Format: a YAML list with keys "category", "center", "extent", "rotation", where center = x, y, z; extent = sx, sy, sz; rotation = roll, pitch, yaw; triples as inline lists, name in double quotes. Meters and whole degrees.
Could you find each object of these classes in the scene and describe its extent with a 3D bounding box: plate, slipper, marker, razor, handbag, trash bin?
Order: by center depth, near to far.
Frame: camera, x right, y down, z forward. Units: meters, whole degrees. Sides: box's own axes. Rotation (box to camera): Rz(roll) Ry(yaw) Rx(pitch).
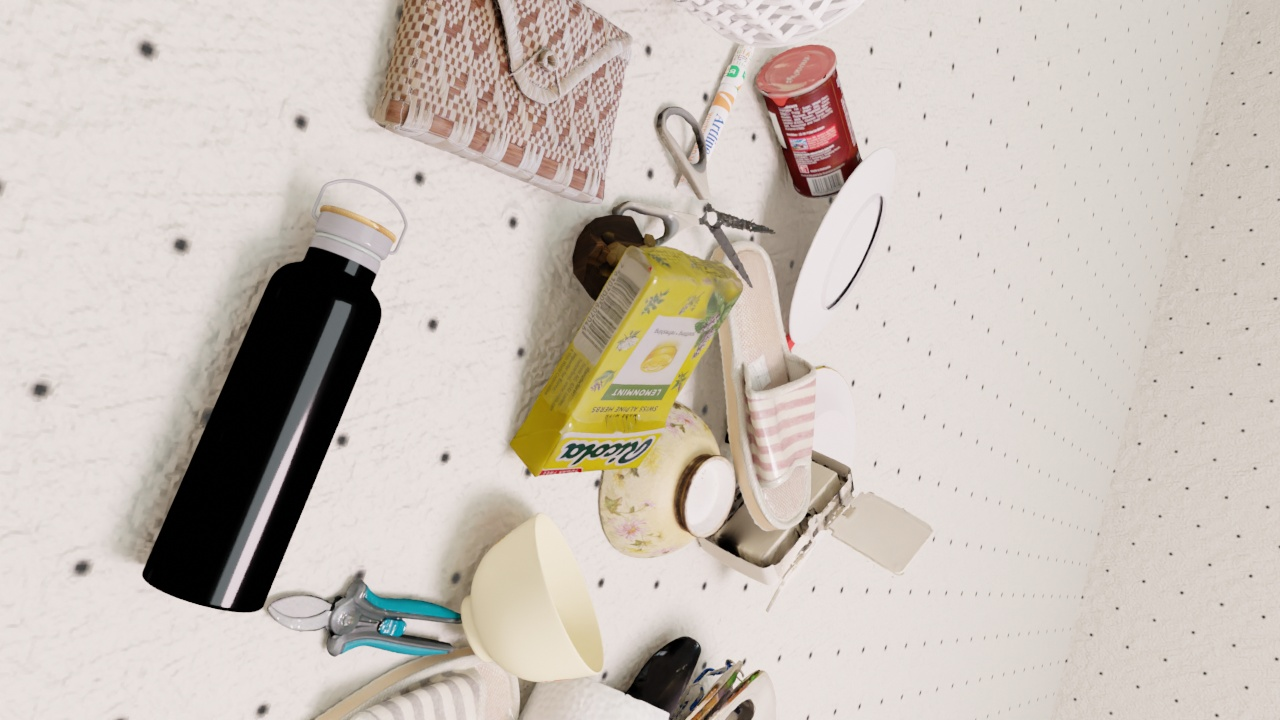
- category: "handbag"
  center: [-0.075, -0.180, 0.582]
  extent: [0.185, 0.047, 0.124]
  rotation: [11, 93, -52]
- category: "slipper"
  center: [-0.178, 0.270, 0.586]
  extent: [0.271, 0.054, 0.114]
  rotation: [-13, 105, -48]
- category: "trash bin"
  center: [-0.055, 0.328, 0.697]
  extent: [0.133, 0.133, 0.161]
  rotation: [46, 60, -47]
- category: "marker"
  center: [0.065, -0.205, 0.770]
  extent: [0.017, 0.017, 0.145]
  rotation: [37, 72, -50]
- category: "slipper"
  center: [0.116, 0.020, 0.818]
  extent: [0.114, 0.052, 0.263]
  rotation: [-8, 88, -50]
- category: "razor"
  center: [0.003, 0.295, 0.821]
  extent: [0.140, 0.053, 0.064]
  rotation: [-41, 106, -42]
- category: "handbag"
  center: [0.045, 0.358, 0.837]
  extent: [0.200, 0.093, 0.200]
  rotation: [-42, 147, -36]
- category: "plate"
  center: [0.206, -0.108, 0.906]
  extent: [0.208, 0.015, 0.209]
  rotation: [-46, 153, -33]
- category: "plate"
  center: [0.192, 0.122, 1.021]
  extent: [0.229, 0.021, 0.230]
  rotation: [-18, 115, -47]

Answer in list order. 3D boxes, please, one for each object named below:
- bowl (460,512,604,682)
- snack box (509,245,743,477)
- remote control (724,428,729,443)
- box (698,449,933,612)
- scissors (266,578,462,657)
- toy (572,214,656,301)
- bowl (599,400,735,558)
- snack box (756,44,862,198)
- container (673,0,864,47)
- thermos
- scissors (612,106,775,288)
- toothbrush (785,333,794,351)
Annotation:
- category: "bowl"
  center: [-0.083, 0.176, 0.646]
  extent: [0.074, 0.117, 0.118]
  rotation: [-23, 129, 3]
- category: "snack box"
  center: [-0.004, 0.004, 0.669]
  extent: [0.121, 0.045, 0.181]
  rotation: [4, 123, -52]
- category: "remote control"
  center: [0.104, 0.012, 0.889]
  extent: [0.030, 0.009, 0.140]
  rotation: [3, 98, -51]
- category: "box"
  center: [0.168, 0.180, 0.874]
  extent: [0.143, 0.184, 0.099]
  rotation: [-42, 132, -25]
- category: "scissors"
  center: [-0.169, 0.162, 0.590]
  extent: [0.138, 0.019, 0.136]
  rotation: [-39, 126, -36]
- category: "toy"
  center: [-0.003, -0.068, 0.686]
  extent: [0.100, 0.063, 0.076]
  rotation: [16, 70, -34]
- category: "bowl"
  center: [0.036, 0.110, 0.790]
  extent: [0.144, 0.063, 0.145]
  rotation: [-17, 113, -46]
- category: "snack box"
  center: [0.157, -0.216, 0.838]
  extent: [0.072, 0.072, 0.121]
  rotation: [-56, 138, -24]
- category: "container"
  center: [0.058, -0.325, 0.587]
  extent: [0.186, 0.190, 0.189]
  rotation: [11, 92, -53]
- category: "thermos"
  center: [-0.185, 0.012, 0.488]
  extent: [0.061, 0.061, 0.231]
  rotation: [31, 77, -51]
- category: "scissors"
  center: [0.044, -0.126, 0.743]
  extent: [0.170, 0.013, 0.157]
  rotation: [-18, 103, -33]
- category: "toothbrush"
  center: [0.174, -0.040, 0.954]
  extent: [0.212, 0.018, 0.012]
  rotation: [-53, 136, -27]
